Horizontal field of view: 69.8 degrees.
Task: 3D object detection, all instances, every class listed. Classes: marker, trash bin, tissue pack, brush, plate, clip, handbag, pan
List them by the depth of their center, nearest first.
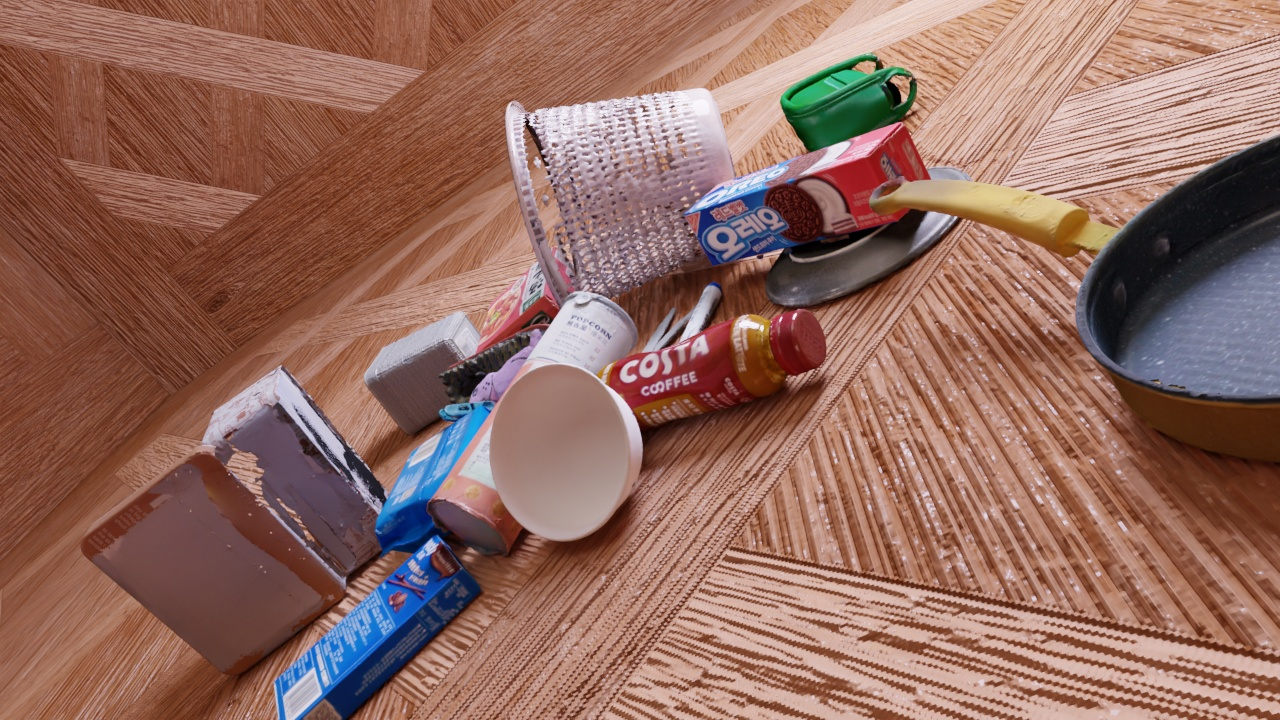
[{"bbox_3d":[0.243,-0.061,0.439,0.197,0.078,0.358,-42,21,-14],"label":"pan"},{"bbox_3d":[0.172,-0.106,0.727,0.180,0.024,0.179,-32,21,14],"label":"plate"},{"bbox_3d":[0.044,-0.023,0.767,0.017,0.017,0.145,-22,25,34],"label":"marker"},{"bbox_3d":[-0.164,0.104,0.781,0.095,0.052,0.156,-32,21,19],"label":"tissue pack"},{"bbox_3d":[-0.159,0.048,0.834,0.049,0.015,0.056,-37,-24,29],"label":"clip"},{"bbox_3d":[-0.005,-0.167,0.901,0.192,0.228,0.227,-15,24,7],"label":"trash bin"},{"bbox_3d":[-0.128,0.007,0.928,0.146,0.063,0.069,-26,-6,24],"label":"brush"},{"bbox_3d":[0.212,-0.268,0.948,0.120,0.068,0.131,-33,21,9],"label":"handbag"}]

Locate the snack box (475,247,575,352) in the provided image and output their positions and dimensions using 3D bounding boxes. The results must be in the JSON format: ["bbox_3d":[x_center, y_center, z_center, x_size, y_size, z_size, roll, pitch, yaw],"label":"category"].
[{"bbox_3d":[-0.122,-0.049,1.001,0.113,0.044,0.126,-38,27,24],"label":"snack box"}]

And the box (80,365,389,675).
[{"bbox_3d":[-0.345,0.142,0.818,0.192,0.183,0.157,-36,20,-7],"label":"box"}]

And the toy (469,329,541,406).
[{"bbox_3d":[-0.119,0.033,0.863,0.108,0.039,0.083,-33,65,24],"label":"toy"}]

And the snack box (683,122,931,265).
[{"bbox_3d":[0.125,-0.126,0.733,0.057,0.058,0.208,-44,21,-30],"label":"snack box"}]

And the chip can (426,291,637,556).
[{"bbox_3d":[-0.079,0.045,0.714,0.071,0.071,0.214,-13,37,47],"label":"chip can"}]

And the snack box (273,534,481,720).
[{"bbox_3d":[-0.189,0.198,0.657,0.157,0.026,0.085,-42,21,-14],"label":"snack box"}]

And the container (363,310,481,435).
[{"bbox_3d":[-0.233,0.011,1.046,0.114,0.090,0.090,-27,23,17],"label":"container"}]

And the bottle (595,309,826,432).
[{"bbox_3d":[0.045,0.008,0.640,0.175,0.057,0.057,-20,26,39],"label":"bottle"}]

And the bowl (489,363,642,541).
[{"bbox_3d":[-0.039,0.062,0.633,0.119,0.118,0.064,-25,-15,30],"label":"bowl"}]

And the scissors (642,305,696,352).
[{"bbox_3d":[0.000,0.006,0.786,0.159,0.014,0.170,-34,19,5],"label":"scissors"}]
